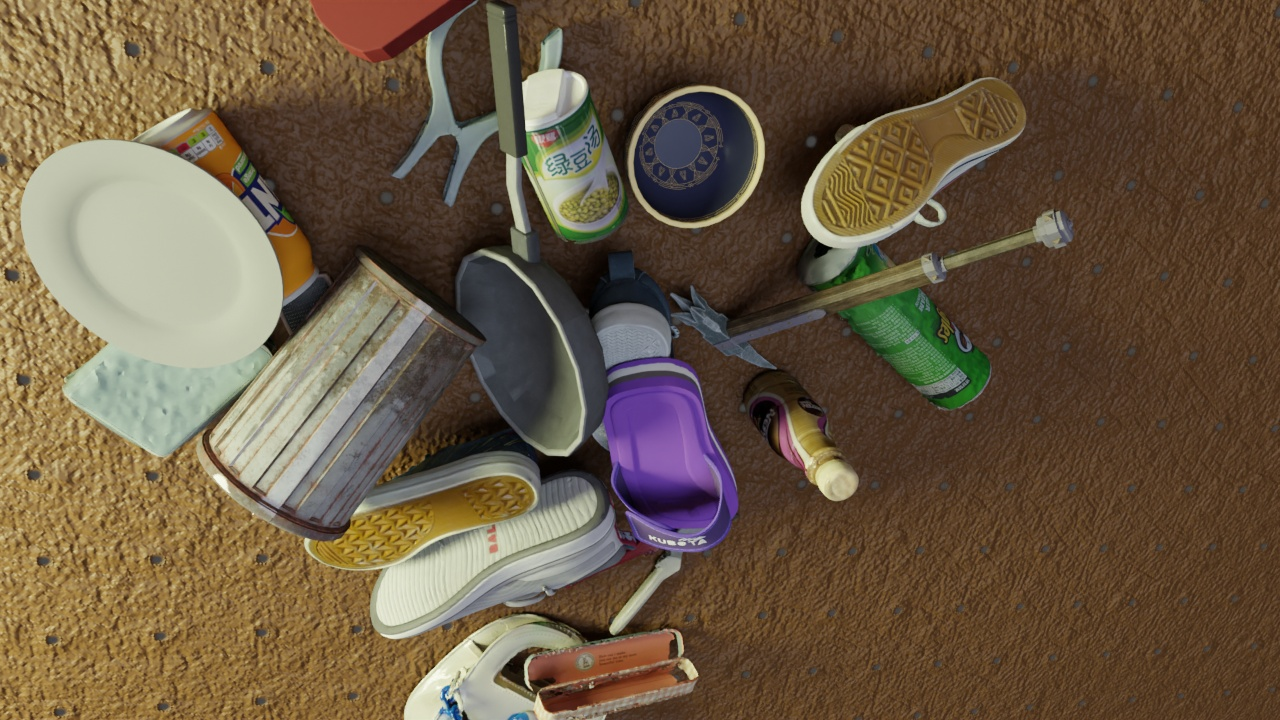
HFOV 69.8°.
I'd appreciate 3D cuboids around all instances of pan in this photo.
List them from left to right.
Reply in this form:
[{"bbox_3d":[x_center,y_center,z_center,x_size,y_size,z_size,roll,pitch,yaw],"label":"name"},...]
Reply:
[{"bbox_3d":[-0.084,-0.082,0.684,0.041,0.179,0.358,-28,135,-32],"label":"pan"}]

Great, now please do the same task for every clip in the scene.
[{"bbox_3d":[-0.106,-0.192,0.713,0.141,0.029,0.172,17,111,-22],"label":"clip"}]

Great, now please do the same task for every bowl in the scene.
[{"bbox_3d":[0.037,-0.170,0.744,0.112,0.061,0.112,-7,118,-13],"label":"bowl"}]

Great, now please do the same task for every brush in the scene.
[{"bbox_3d":[-0.259,-0.007,0.770,0.050,0.015,0.136,-20,120,-7],"label":"brush"},{"bbox_3d":[-0.145,-0.279,0.635,0.173,0.042,0.082,-34,89,3],"label":"brush"}]

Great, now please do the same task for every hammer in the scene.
[{"bbox_3d":[0.195,-0.059,0.765,0.318,0.028,0.147,-18,144,35],"label":"hammer"}]

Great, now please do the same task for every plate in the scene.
[{"bbox_3d":[-0.336,-0.070,0.639,0.178,0.012,0.179,2,125,3],"label":"plate"}]

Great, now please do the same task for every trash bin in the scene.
[{"bbox_3d":[-0.233,0.031,0.713,0.131,0.131,0.211,38,90,-28],"label":"trash bin"}]

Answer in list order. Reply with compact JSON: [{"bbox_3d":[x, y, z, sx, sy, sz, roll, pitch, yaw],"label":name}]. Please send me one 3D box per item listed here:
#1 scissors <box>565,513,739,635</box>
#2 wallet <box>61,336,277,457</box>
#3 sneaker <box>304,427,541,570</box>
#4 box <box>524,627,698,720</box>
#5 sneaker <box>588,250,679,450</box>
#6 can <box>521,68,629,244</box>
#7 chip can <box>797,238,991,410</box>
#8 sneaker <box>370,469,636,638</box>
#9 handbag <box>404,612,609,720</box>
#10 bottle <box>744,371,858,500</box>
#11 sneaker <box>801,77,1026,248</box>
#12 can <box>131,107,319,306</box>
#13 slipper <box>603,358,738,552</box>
[{"bbox_3d":[0.007,0.212,0.958,0.193,0.015,0.179,1,114,-17],"label":"scissors"},{"bbox_3d":[-0.367,0.003,0.724,0.131,0.054,0.100,-39,128,2],"label":"wallet"},{"bbox_3d":[-0.196,0.117,0.819,0.236,0.079,0.087,-21,130,16],"label":"sneaker"},{"bbox_3d":[-0.028,0.326,0.956,0.186,0.083,0.043,-2,127,-32],"label":"box"},{"bbox_3d":[-0.005,0.005,0.810,0.089,0.087,0.236,-5,144,2],"label":"sneaker"},{"bbox_3d":[-0.055,-0.155,0.704,0.067,0.067,0.121,-26,138,-2],"label":"can"},{"bbox_3d":[0.240,-0.039,0.864,0.223,0.075,0.075,38,101,-28],"label":"chip can"},{"bbox_3d":[-0.129,0.197,0.876,0.263,0.096,0.129,-26,142,8],"label":"sneaker"},{"bbox_3d":[-0.126,0.368,0.961,0.200,0.093,0.199,35,94,-28],"label":"handbag"},{"bbox_3d":[0.148,0.070,0.838,0.059,0.166,0.060,-7,118,-13],"label":"bottle"},{"bbox_3d":[0.223,-0.163,0.787,0.240,0.088,0.118,-31,89,-21],"label":"sneaker"},{"bbox_3d":[-0.305,-0.106,0.669,0.079,0.079,0.142,-29,120,0],"label":"can"},{"bbox_3d":[0.027,0.111,0.807,0.107,0.083,0.267,-8,143,7],"label":"slipper"}]
